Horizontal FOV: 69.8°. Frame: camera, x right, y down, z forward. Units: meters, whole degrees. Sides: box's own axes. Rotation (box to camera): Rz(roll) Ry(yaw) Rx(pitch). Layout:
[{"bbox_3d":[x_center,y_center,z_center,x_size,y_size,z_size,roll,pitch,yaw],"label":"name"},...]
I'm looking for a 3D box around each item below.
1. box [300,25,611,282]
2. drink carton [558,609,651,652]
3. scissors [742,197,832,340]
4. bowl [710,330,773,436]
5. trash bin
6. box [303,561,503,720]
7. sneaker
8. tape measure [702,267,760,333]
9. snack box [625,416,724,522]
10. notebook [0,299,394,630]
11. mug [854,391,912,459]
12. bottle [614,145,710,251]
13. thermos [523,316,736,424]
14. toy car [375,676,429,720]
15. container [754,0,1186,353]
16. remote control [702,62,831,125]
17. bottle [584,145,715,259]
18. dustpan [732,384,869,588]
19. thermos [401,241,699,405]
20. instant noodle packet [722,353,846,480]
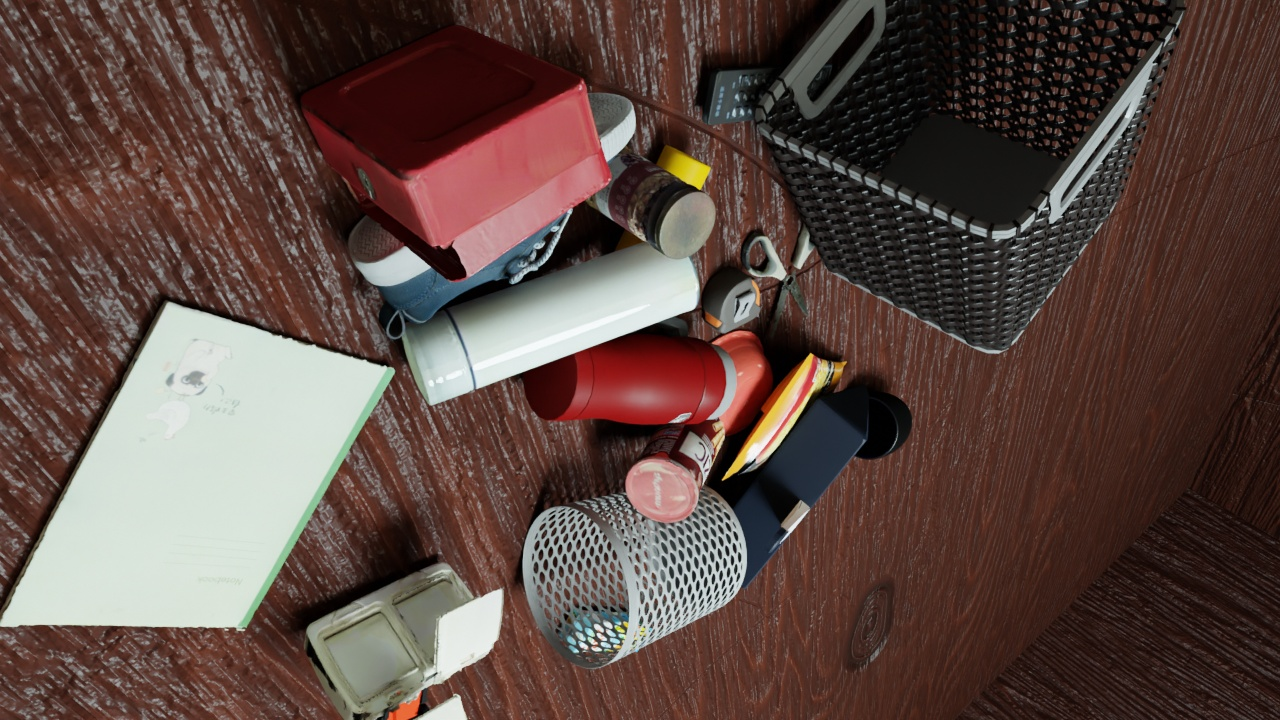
[{"bbox_3d":[-0.112,-0.132,0.559,0.128,0.158,0.087,-35,133,-22],"label":"box"},{"bbox_3d":[-0.041,0.318,1.076,0.128,0.038,0.044,22,103,-51],"label":"drink carton"},{"bbox_3d":[0.156,-0.100,0.961,0.171,0.012,0.157,21,104,-50],"label":"scissors"},{"bbox_3d":[0.098,0.035,0.985,0.130,0.045,0.131,-26,135,-29],"label":"bowl"},{"bbox_3d":[0.000,0.208,0.941,0.182,0.156,0.157,-7,124,-44],"label":"trash bin"},{"bbox_3d":[-0.170,0.247,0.757,0.143,0.187,0.105,-23,149,-39],"label":"box"},{"bbox_3d":[-0.094,-0.105,0.654,0.235,0.089,0.087,-35,136,-12],"label":"sneaker"},{"bbox_3d":[0.094,-0.060,0.911,0.058,0.038,0.059,-25,135,-29],"label":"tape measure"},{"bbox_3d":[0.037,0.098,0.911,0.121,0.072,0.072,-53,159,-59],"label":"snack box"},{"bbox_3d":[-0.308,0.090,0.657,0.181,0.010,0.253,22,103,-51],"label":"notebook"},{"bbox_3d":[0.302,0.090,1.213,0.119,0.085,0.100,-37,164,31],"label":"mug"},{"bbox_3d":[0.009,-0.109,0.785,0.043,0.043,0.144,10,112,-48],"label":"bottle"},{"bbox_3d":[-0.005,0.005,0.840,0.198,0.084,0.108,3,84,-43],"label":"thermos"},{"bbox_3d":[-0.230,0.315,0.881,0.051,0.049,0.100,-13,128,-39],"label":"toy car"},{"bbox_3d":[0.287,-0.184,0.822,0.247,0.246,0.243,-51,149,-8],"label":"container"},{"bbox_3d":[0.109,-0.236,0.802,0.150,0.022,0.047,-17,130,-38],"label":"remote control"},{"bbox_3d":[0.004,-0.126,0.716,0.056,0.105,0.056,-26,135,-29],"label":"bottle"},{"bbox_3d":[0.175,0.153,1.044,0.272,0.080,0.237,-8,135,-59],"label":"dustpan"},{"bbox_3d":[-0.068,-0.034,0.715,0.229,0.068,0.068,-20,133,-16],"label":"thermos"},{"bbox_3d":[0.171,0.063,1.047,0.160,0.032,0.220,-57,160,11],"label":"instant noodle packet"}]
